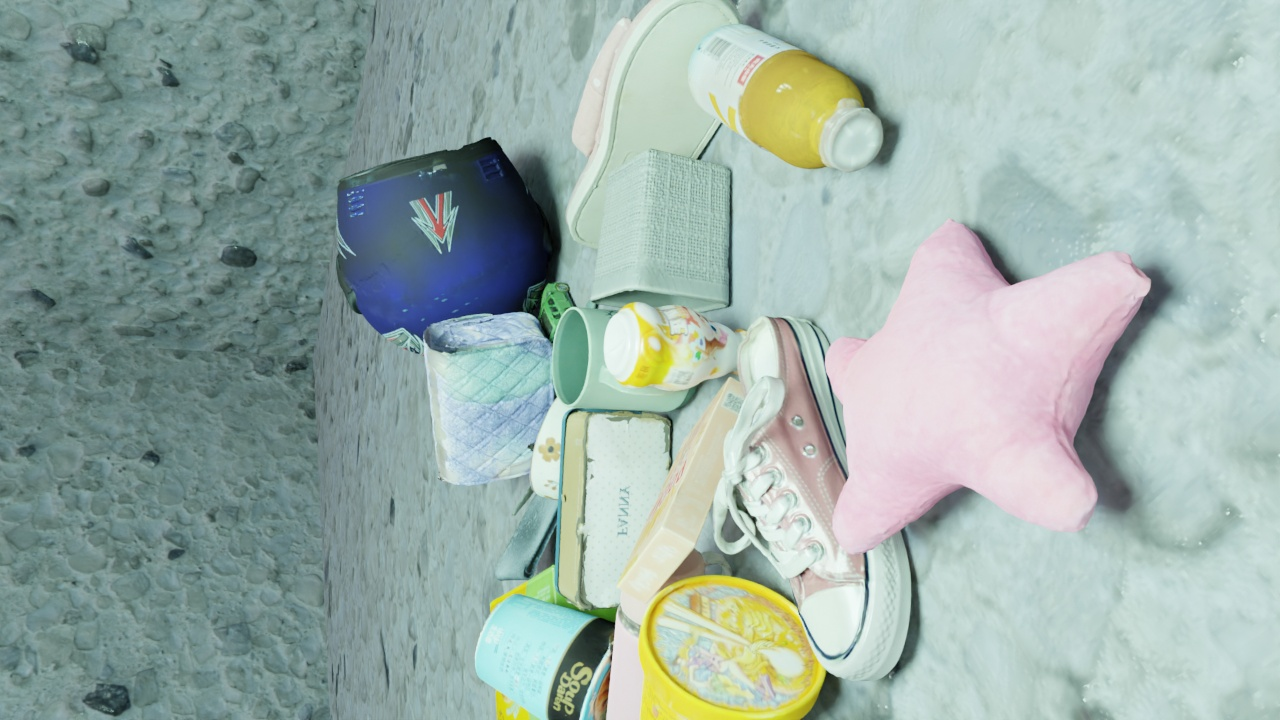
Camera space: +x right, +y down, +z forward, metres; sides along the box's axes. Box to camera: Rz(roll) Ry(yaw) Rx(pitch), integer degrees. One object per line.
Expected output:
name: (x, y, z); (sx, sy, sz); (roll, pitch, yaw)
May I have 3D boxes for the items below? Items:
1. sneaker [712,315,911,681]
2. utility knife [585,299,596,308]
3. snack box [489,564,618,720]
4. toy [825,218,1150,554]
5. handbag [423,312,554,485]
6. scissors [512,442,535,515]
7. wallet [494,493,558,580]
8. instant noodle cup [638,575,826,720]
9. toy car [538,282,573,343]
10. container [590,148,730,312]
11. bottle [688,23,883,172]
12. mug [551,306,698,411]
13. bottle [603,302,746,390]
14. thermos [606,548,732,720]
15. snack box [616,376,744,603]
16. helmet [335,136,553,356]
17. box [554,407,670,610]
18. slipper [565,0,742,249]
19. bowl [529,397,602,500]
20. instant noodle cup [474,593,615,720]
sneaker: (0.089, 0.076, 0.566); (0.119, 0.087, 0.240); (129, 138, -50)
utility knife: (-0.074, 0.034, 0.988); (0.029, 0.013, 0.217); (-138, 58, -66)
snack box: (-0.087, 0.302, 0.923); (0.211, 0.070, 0.157); (137, 131, -55)
toy: (0.160, 0.002, 0.451); (0.195, 0.074, 0.178); (-31, 49, 56)
handbag: (-0.166, 0.043, 1.015); (0.075, 0.134, 0.194); (-125, 31, -49)
scissors: (-0.083, 0.092, 0.902); (0.160, 0.014, 0.180); (88, -155, -51)
wallet: (-0.114, 0.185, 1.002); (0.097, 0.019, 0.120); (-26, 35, 60)
instant noodle cup: (0.051, 0.224, 0.603); (0.118, 0.118, 0.115); (-126, 39, -53)
toy car: (-0.093, -0.052, 1.027); (0.091, 0.036, 0.043); (-113, 35, -49)
container: (0.019, -0.101, 0.740); (0.090, 0.090, 0.114); (-7, 77, 63)
bottle: (0.094, -0.174, 0.611); (0.189, 0.068, 0.068); (54, 134, 53)
mug: (-0.004, 0.004, 0.748); (0.112, 0.106, 0.082); (-143, 62, -61)
bottle: (0.029, -0.009, 0.677); (0.063, 0.108, 0.063); (-13, 76, 63)
thermos: (0.020, 0.232, 0.709); (0.067, 0.087, 0.199); (-134, 46, -58)
snack box: (0.035, 0.089, 0.651); (0.085, 0.026, 0.156); (-59, 0, 44)
helmet: (-0.234, -0.127, 1.104); (0.315, 0.247, 0.240); (-139, 34, -73)
box: (-0.024, 0.120, 0.797); (0.060, 0.089, 0.184); (172, 103, -65)
slipper: (0.002, -0.197, 0.764); (0.275, 0.114, 0.054); (118, 145, -50)
bowl: (-0.051, 0.083, 0.863); (0.062, 0.113, 0.113); (18, 108, 18)
instant noodle cup: (-0.070, 0.253, 0.776); (0.120, 0.111, 0.111); (17, 105, 25)
